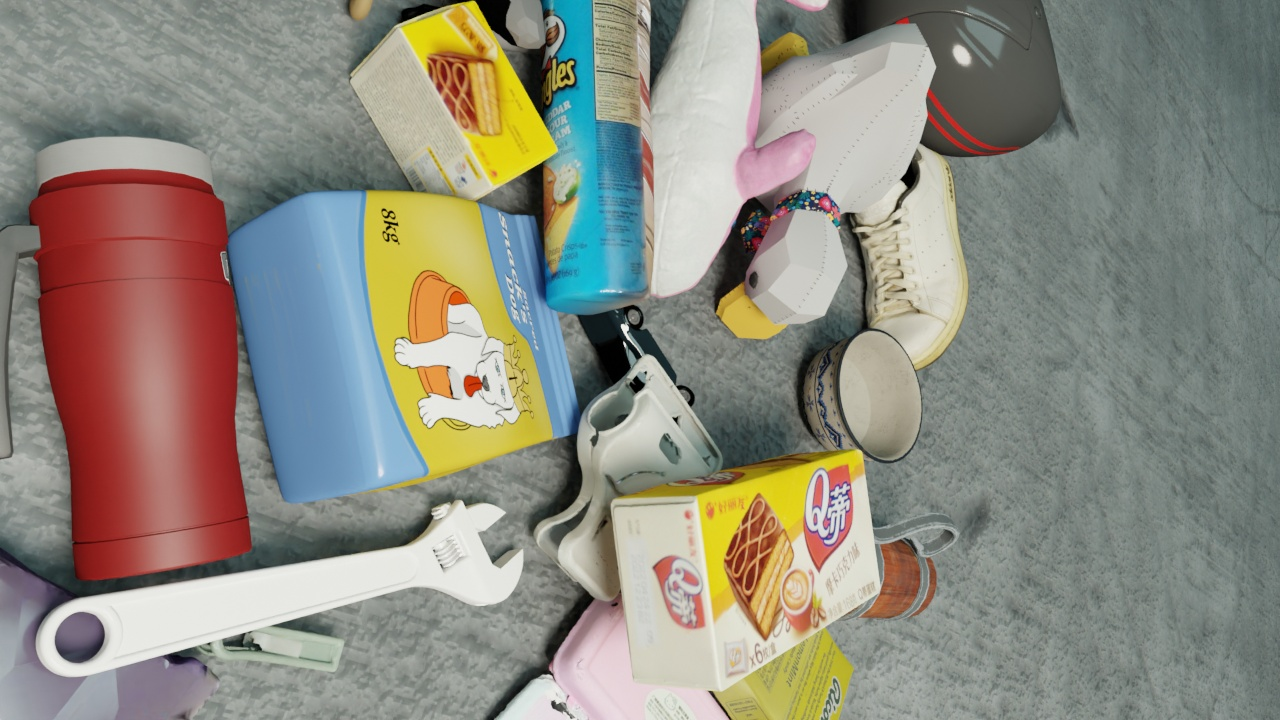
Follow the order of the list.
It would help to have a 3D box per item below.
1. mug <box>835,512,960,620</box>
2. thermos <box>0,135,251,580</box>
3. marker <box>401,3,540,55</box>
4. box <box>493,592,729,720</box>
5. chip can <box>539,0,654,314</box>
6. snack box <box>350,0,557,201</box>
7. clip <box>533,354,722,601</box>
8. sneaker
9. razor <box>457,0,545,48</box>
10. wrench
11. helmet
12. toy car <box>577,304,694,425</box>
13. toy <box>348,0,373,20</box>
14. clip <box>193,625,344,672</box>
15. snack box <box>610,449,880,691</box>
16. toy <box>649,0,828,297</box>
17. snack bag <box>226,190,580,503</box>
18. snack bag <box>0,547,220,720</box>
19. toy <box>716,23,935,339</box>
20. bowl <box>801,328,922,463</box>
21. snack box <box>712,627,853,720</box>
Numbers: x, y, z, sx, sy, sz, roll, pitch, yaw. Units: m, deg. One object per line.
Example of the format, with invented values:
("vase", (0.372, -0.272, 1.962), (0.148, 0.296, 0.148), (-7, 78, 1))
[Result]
("mug", (0.196, 0.163, 0.750), (0.111, 0.118, 0.081), (18, 33, -39))
("thermos", (-0.249, 0.000, 0.438), (0.107, 0.084, 0.198), (-5, 86, -41))
("marker", (-0.102, -0.231, 0.645), (0.138, 0.022, 0.016), (-3, 77, -38))
("box", (-0.004, 0.271, 0.606), (0.154, 0.045, 0.201), (-48, 111, -35))
("chip can", (-0.028, -0.148, 0.612), (0.079, 0.080, 0.229), (4, 80, -38))
("snack box", (-0.118, -0.154, 0.576), (0.061, 0.084, 0.106), (-39, 106, -36))
("clip", (0.002, 0.088, 0.606), (0.151, 0.092, 0.126), (-54, 126, -26))
("sneaker", (0.241, -0.111, 0.853), (0.102, 0.089, 0.241), (28, 59, -41))
("razor", (-0.091, -0.238, 0.588), (0.057, 0.060, 0.156), (55, 14, -43))
("wrench", (-0.165, 0.119, 0.487), (0.272, 0.018, 0.066), (0, 76, -52))
("helmet", (0.304, -0.299, 0.895), (0.264, 0.165, 0.169), (40, 57, -25))
("toy car", (-0.004, 0.004, 0.660), (0.034, 0.046, 0.112), (-43, 106, -38))
("toy", (-0.167, -0.297, 0.564), (0.108, 0.106, 0.133), (49, 50, -34))
("clip", (-0.196, 0.150, 0.487), (0.074, 0.035, 0.023), (26, 63, -39))
("snack box", (0.079, 0.124, 0.599), (0.229, 0.062, 0.110), (-3, 85, -54))
("toy", (0.044, -0.178, 0.695), (0.127, 0.187, 0.265), (-11, 114, -76))
("snack bag", (-0.117, -0.014, 0.546), (0.204, 0.102, 0.159), (-11, 88, -52))
("snack bag", (-0.294, 0.126, 0.391), (0.205, 0.059, 0.096), (44, 56, -23))
("toy", (0.144, -0.157, 0.731), (0.141, 0.247, 0.266), (22, 47, -16))
("bowl", (0.186, 0.034, 0.799), (0.115, 0.059, 0.115), (9, 75, -37))
("snack box", (0.083, 0.203, 0.670), (0.181, 0.045, 0.121), (56, 34, -10))
